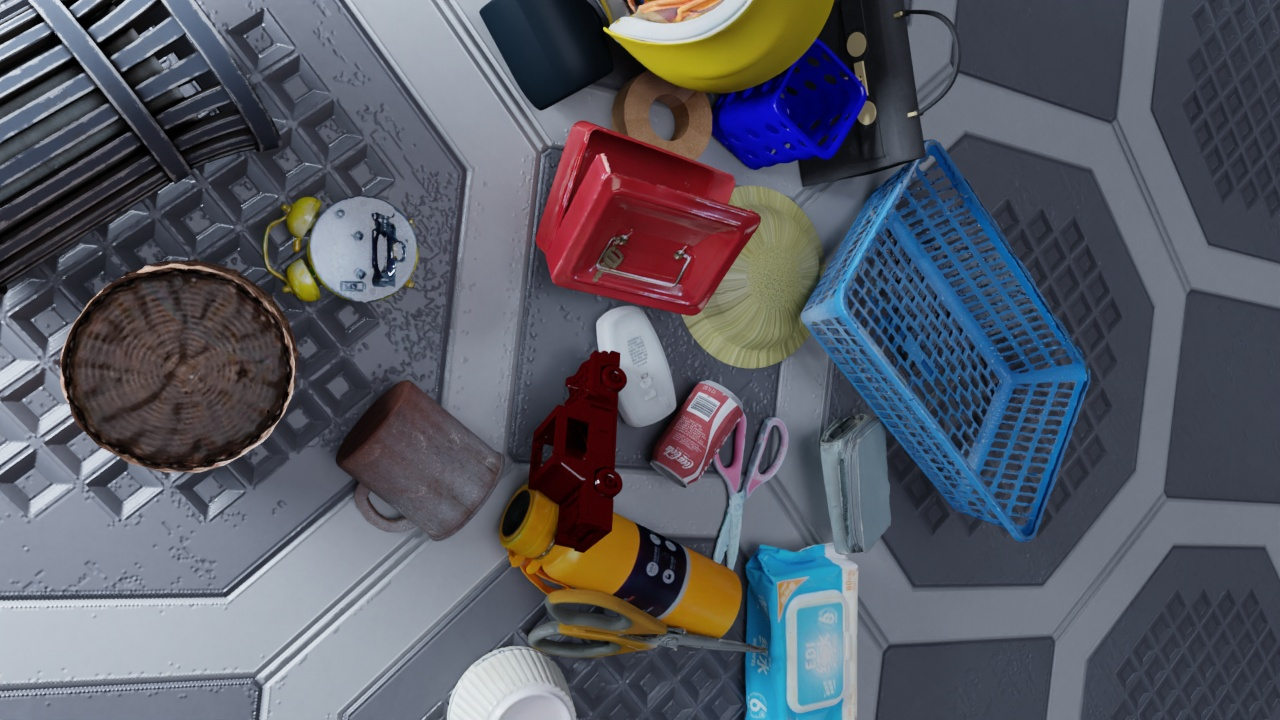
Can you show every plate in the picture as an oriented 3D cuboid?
[{"bbox_3d":[0.124,-0.084,0.917,0.184,0.036,0.184,-2,94,-27],"label":"plate"}]

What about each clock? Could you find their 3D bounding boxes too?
[{"bbox_3d":[-0.235,-0.087,0.725,0.118,0.057,0.083,-1,94,-27],"label":"clock"}]

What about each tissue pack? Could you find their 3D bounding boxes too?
[{"bbox_3d":[0.166,0.289,0.947,0.116,0.066,0.209,-1,92,-28],"label":"tissue pack"}]

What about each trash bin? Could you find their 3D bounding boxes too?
[{"bbox_3d":[-0.299,0.005,0.613,0.151,0.210,0.151,-2,95,-27],"label":"trash bin"},{"bbox_3d":[-0.382,-0.150,0.594,0.227,0.164,0.164,-39,109,-16],"label":"trash bin"}]

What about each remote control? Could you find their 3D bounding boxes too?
[{"bbox_3d":[-0.005,0.005,0.862,0.060,0.028,0.114,-25,104,-23],"label":"remote control"}]

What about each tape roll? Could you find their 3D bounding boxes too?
[{"bbox_3d":[0.021,-0.226,0.862,0.093,0.027,0.094,-2,94,-27],"label":"tape roll"}]

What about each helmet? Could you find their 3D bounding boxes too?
[{"bbox_3d":[0.079,-0.333,0.800,0.139,0.210,0.239,37,40,-44],"label":"helmet"}]

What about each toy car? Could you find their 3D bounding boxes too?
[{"bbox_3d":[-0.054,0.071,0.784,0.061,0.070,0.169,17,54,-22],"label":"toy car"}]

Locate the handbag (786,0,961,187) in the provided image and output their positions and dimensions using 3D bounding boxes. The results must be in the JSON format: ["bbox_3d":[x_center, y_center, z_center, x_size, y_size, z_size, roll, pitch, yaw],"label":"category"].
[{"bbox_3d":[0.228,-0.269,0.869,0.072,0.196,0.176,-15,100,-25],"label":"handbag"}]

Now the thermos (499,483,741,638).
[{"bbox_3d":[-0.020,0.192,0.839,0.232,0.076,0.091,30,74,-25],"label":"thermos"}]

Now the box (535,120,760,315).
[{"bbox_3d":[-0.002,-0.125,0.814,0.157,0.126,0.137,12,125,-29],"label":"box"}]

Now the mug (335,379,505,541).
[{"bbox_3d":[-0.190,0.090,0.750,0.123,0.096,0.110,-41,107,14],"label":"mug"}]

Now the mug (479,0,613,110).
[{"bbox_3d":[-0.068,-0.280,0.791,0.094,0.085,0.121,62,39,-17],"label":"mug"}]

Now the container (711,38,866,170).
[{"bbox_3d":[0.135,-0.237,0.869,0.084,0.114,0.085,36,77,-26],"label":"container"}]

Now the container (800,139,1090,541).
[{"bbox_3d":[0.323,-0.014,0.968,0.362,0.089,0.256,48,58,-21],"label":"container"}]

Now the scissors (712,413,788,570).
[{"bbox_3d":[0.112,0.139,0.938,0.101,0.016,0.178,3,91,-27],"label":"scissors"}]

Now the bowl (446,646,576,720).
[{"bbox_3d":[-0.107,0.319,0.811,0.115,0.063,0.115,-2,94,-27],"label":"bowl"}]

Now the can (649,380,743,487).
[{"bbox_3d":[0.054,0.071,0.882,0.054,0.054,0.096,42,75,-23],"label":"can"}]

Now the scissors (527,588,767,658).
[{"bbox_3d":[0.009,0.259,0.847,0.228,0.016,0.114,17,130,-17],"label":"scissors"}]

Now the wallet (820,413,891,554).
[{"bbox_3d":[0.227,0.129,0.962,0.100,0.054,0.132,-23,105,-51],"label":"wallet"}]
